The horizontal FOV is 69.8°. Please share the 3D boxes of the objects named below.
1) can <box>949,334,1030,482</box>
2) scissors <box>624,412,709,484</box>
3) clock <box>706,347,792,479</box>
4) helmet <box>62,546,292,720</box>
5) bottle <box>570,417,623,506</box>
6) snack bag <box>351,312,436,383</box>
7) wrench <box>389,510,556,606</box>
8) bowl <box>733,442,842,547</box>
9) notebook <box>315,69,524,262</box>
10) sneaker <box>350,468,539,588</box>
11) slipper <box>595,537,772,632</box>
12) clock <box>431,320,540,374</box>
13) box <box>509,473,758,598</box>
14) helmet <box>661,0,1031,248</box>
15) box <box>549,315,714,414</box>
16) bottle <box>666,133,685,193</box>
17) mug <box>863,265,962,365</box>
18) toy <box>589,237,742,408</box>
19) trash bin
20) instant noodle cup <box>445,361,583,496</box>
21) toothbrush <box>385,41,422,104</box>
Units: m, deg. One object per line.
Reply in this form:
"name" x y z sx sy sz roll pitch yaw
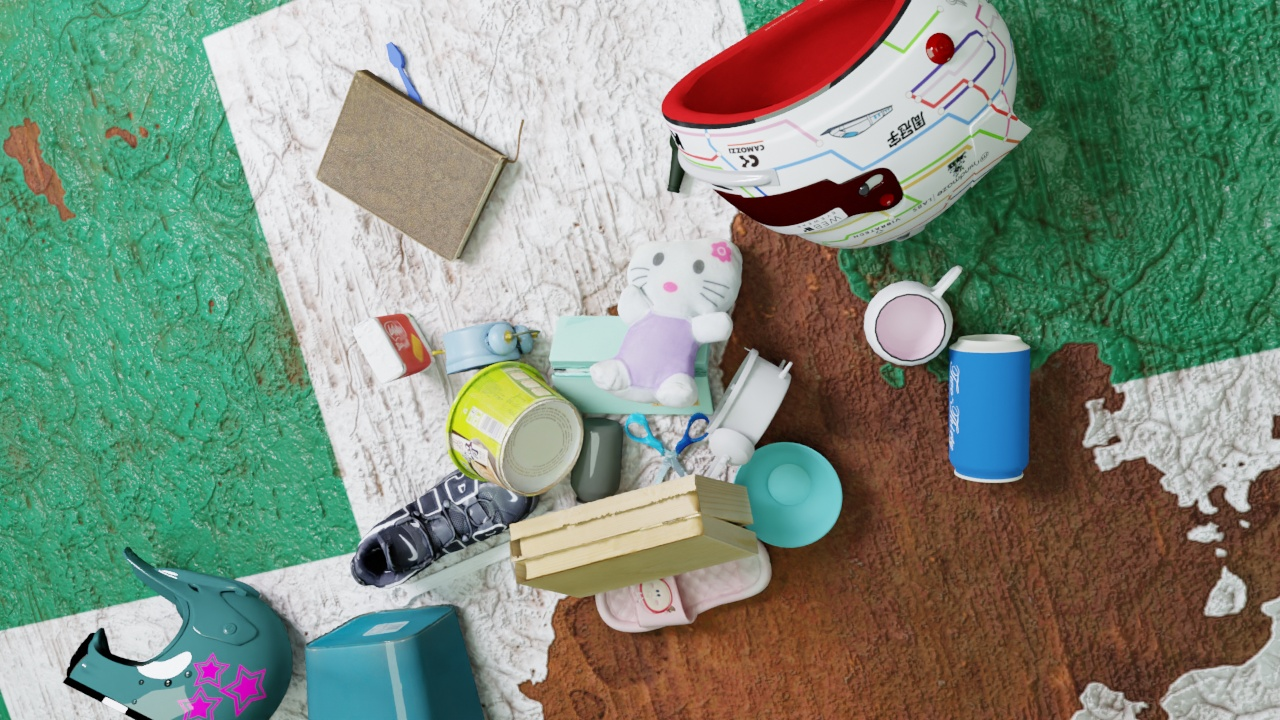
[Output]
"can" 0.367 0.049 0.966 0.079 0.078 0.146 -1 99 14
"scissors" 0.041 0.107 1.081 0.127 0.014 0.127 -29 98 19
"clock" 0.108 0.062 1.014 0.061 0.120 0.159 29 93 2
"helmet" -0.584 0.371 1.188 0.275 0.199 0.177 31 149 -6
"bottle" -0.052 0.125 1.090 0.060 0.060 0.108 6 100 12
"snack bag" -0.293 -0.017 1.098 0.036 0.115 0.077 -29 91 10
"wrench" -0.209 0.258 1.175 0.274 0.009 0.047 -25 92 16
"bowl" 0.168 0.148 1.046 0.121 0.046 0.121 2 99 13
"notebook" -0.264 -0.246 1.088 0.215 0.034 0.190 33 110 7
"sneaker" -0.248 0.202 1.102 0.253 0.150 0.097 -29 90 14
"slipper" 0.047 0.261 1.090 0.222 0.055 0.107 -19 92 15
"clock" -0.177 -0.018 1.084 0.125 0.088 0.051 -12 89 17
"box" -0.009 0.201 1.022 0.250 0.128 0.091 -21 69 27
"helmet" 0.204 -0.222 0.884 0.315 0.230 0.236 -28 126 12
"box" -0.007 0.005 1.076 0.187 0.078 0.113 -1 127 15
"bottle" 0.049 -0.248 1.020 0.033 0.033 0.123 14 102 11
"mug" 0.294 -0.052 0.969 0.090 0.076 0.124 40 105 5
"toy" 0.037 -0.043 0.997 0.138 0.085 0.208 11 63 18
"trash bin" -0.304 0.436 1.141 0.197 0.199 0.218 -9 90 14
"instant noodle cup" -0.137 0.082 1.042 0.098 0.146 0.146 24 106 42
"toothbrush" -0.261 -0.292 1.102 0.016 0.011 0.187 -21 96 16
